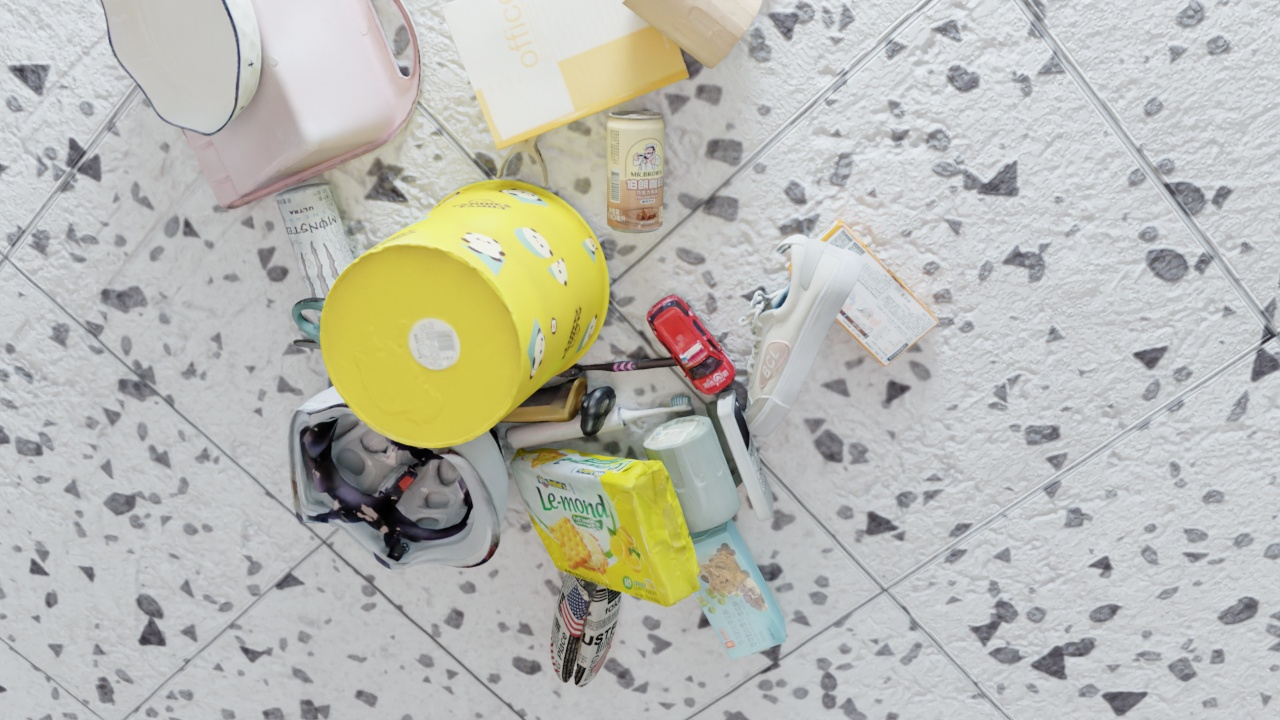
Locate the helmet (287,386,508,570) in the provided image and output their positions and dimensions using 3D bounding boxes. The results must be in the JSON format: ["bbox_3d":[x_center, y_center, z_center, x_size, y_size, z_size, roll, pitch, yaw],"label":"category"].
[{"bbox_3d":[-0.254,0.110,1.028,0.259,0.145,0.230,18,128,4],"label":"helmet"}]

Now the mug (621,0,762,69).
[{"bbox_3d":[0.059,-0.351,0.853,0.103,0.084,0.124,34,84,-16],"label":"mug"}]

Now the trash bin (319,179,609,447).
[{"bbox_3d":[-0.167,-0.047,0.893,0.230,0.254,0.230,3,107,9],"label":"trash bin"}]

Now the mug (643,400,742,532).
[{"bbox_3d":[0.067,0.114,1.018,0.084,0.123,0.103,-5,113,41],"label":"mug"}]

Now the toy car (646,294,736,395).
[{"bbox_3d":[0.055,-0.014,0.998,0.053,0.045,0.120,-38,102,12],"label":"toy car"}]

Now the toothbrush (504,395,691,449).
[{"bbox_3d":[-0.049,0.071,1.057,0.221,0.027,0.026,-12,75,11],"label":"toothbrush"}]

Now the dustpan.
[{"bbox_3d":[-0.367,-0.298,0.960,0.274,0.138,0.223,-2,115,37],"label":"dustpan"}]

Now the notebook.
[{"bbox_3d":[-0.071,-0.310,0.894,0.206,0.010,0.146,-21,106,0],"label":"notebook"}]

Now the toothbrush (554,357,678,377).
[{"bbox_3d":[-0.006,0.006,1.033,0.189,0.017,0.014,-5,108,7],"label":"toothbrush"}]

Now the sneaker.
[{"bbox_3d":[0.141,-0.022,0.952,0.091,0.089,0.243,25,127,7],"label":"sneaker"}]

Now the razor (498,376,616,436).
[{"bbox_3d":[-0.111,0.056,1.041,0.168,0.062,0.067,-5,93,18],"label":"razor"}]

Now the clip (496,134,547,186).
[{"bbox_3d":[-0.121,-0.232,0.943,0.066,0.034,0.099,13,114,0],"label":"clip"}]

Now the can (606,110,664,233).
[{"bbox_3d":[-0.005,-0.191,0.932,0.058,0.058,0.116,3,111,5],"label":"can"}]

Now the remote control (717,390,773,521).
[{"bbox_3d":[0.120,0.107,1.034,0.021,0.058,0.150,-16,109,15],"label":"remote control"}]

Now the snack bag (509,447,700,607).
[{"bbox_3d":[-0.040,0.175,1.024,0.247,0.068,0.158,2,117,47],"label":"snack bag"}]

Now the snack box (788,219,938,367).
[{"bbox_3d":[0.235,-0.070,0.969,0.153,0.026,0.075,43,111,-10],"label":"snack box"}]

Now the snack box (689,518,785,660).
[{"bbox_3d":[0.107,0.273,1.105,0.074,0.051,0.175,-24,106,14],"label":"snack box"}]

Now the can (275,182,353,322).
[{"bbox_3d":[-0.347,-0.117,1.001,0.058,0.058,0.147,-8,110,10],"label":"can"}]

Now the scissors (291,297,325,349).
[{"bbox_3d":[-0.323,-0.025,1.000,0.170,0.019,0.181,8,154,17],"label":"scissors"}]

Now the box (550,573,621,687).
[{"bbox_3d":[-0.081,0.331,1.151,0.087,0.076,0.163,23,117,20],"label":"box"}]

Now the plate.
[{"bbox_3d":[-0.435,-0.321,0.871,0.205,0.045,0.205,17,124,27],"label":"plate"}]
